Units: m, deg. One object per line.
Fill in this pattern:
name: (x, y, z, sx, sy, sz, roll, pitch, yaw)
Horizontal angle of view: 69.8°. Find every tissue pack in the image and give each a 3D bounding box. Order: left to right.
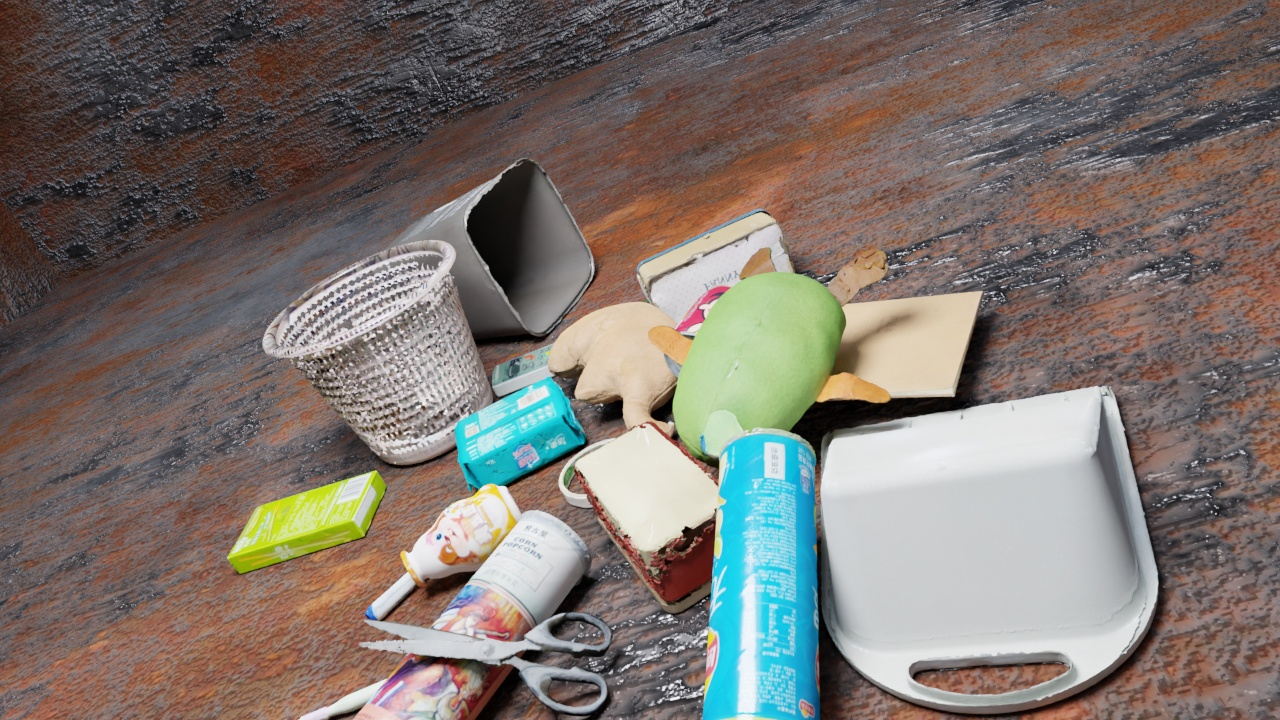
tissue pack: (-0.129, 0.078, 0.943, 0.133, 0.050, 0.093, -26, 29, -3)

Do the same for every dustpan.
dustpan: (0.228, 0.120, 0.631, 0.223, 0.142, 0.257, -12, 1, 22)

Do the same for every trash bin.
trash bin: (-0.272, 0.002, 1.035, 0.228, 0.192, 0.227, -19, 28, 10)
trash bin: (-0.219, -0.133, 1.247, 0.220, 0.199, 0.198, -11, 30, 35)

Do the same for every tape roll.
tape roll: (-0.036, 0.104, 0.862, 0.086, 0.014, 0.085, -19, 28, 10)

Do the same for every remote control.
remote control: (-0.113, 0.002, 1.097, 0.135, 0.019, 0.056, -21, 27, 7)

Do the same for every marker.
marker: (-0.192, 0.185, 0.843, 0.017, 0.017, 0.145, 8, 42, 46)

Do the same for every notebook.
notebook: (0.191, -0.011, 0.835, 0.212, 0.012, 0.149, -4, 34, 34)

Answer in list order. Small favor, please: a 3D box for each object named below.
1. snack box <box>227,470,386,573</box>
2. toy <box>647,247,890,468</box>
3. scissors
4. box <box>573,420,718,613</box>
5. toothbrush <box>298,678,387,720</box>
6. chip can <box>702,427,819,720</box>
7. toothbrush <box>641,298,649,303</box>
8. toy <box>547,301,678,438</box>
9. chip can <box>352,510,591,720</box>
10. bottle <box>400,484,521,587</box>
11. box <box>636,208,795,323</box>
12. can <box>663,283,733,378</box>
snack box: (-0.356, 0.172, 0.984, 0.156, 0.026, 0.085, -18, 28, 12)
toy: (0.106, -0.006, 0.784, 0.227, 0.090, 0.246, 14, 56, 33)
scissors: (-0.103, 0.208, 0.634, 0.171, 0.014, 0.146, -20, 58, -29)
box: (0.010, 0.114, 0.737, 0.091, 0.080, 0.168, -30, 27, -12)
toothbrush: (-0.216, 0.264, 0.721, 0.189, 0.029, 0.020, -23, -13, 0)
chip can: (0.079, 0.146, 0.587, 0.071, 0.071, 0.209, -13, 43, 21)
toothbrush: (0.020, -0.081, 1.145, 0.185, 0.012, 0.017, -34, 23, -17)
toy: (-0.006, 0.006, 0.951, 0.143, 0.082, 0.226, -34, 32, -10)
chip can: (-0.123, 0.211, 0.683, 0.071, 0.071, 0.214, 1, 37, 39)
bottle: (-0.156, 0.158, 0.812, 0.108, 0.063, 0.063, -30, 28, -10)
box: (0.092, -0.102, 1.044, 0.184, 0.090, 0.061, -23, 26, -3)
can: (0.071, -0.026, 0.901, 0.067, 0.066, 0.093, -2, 35, 36)
